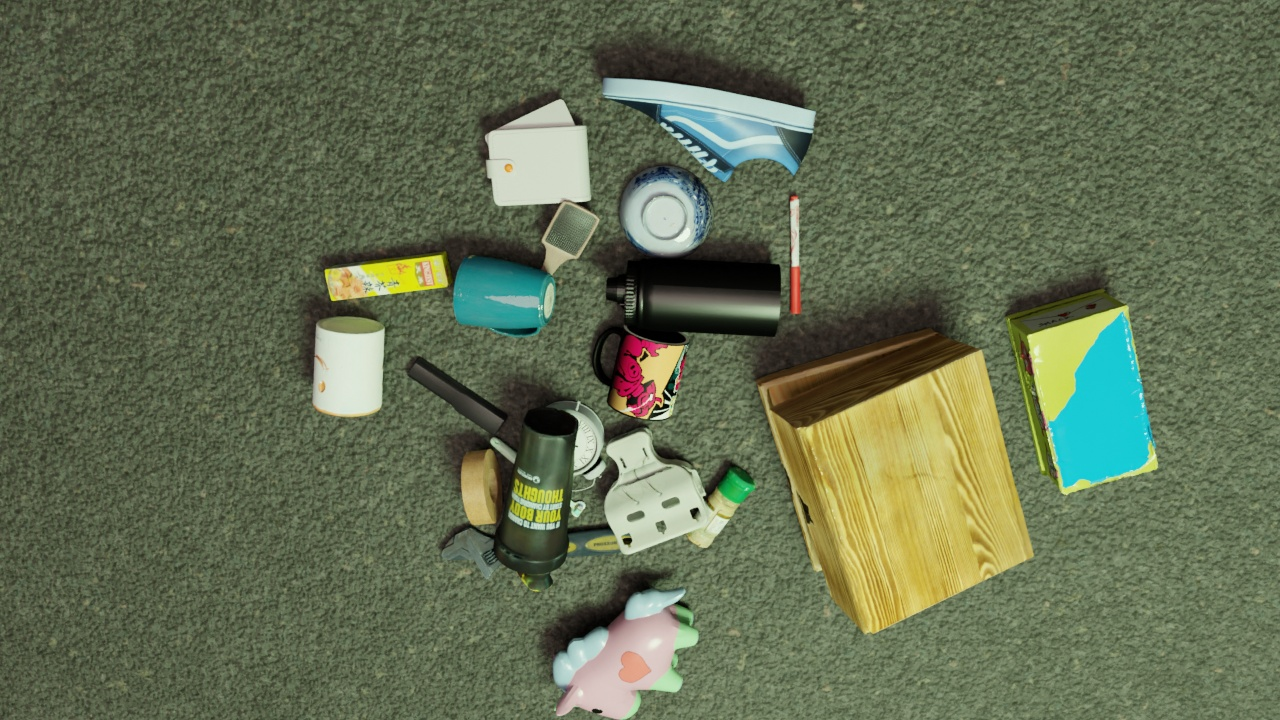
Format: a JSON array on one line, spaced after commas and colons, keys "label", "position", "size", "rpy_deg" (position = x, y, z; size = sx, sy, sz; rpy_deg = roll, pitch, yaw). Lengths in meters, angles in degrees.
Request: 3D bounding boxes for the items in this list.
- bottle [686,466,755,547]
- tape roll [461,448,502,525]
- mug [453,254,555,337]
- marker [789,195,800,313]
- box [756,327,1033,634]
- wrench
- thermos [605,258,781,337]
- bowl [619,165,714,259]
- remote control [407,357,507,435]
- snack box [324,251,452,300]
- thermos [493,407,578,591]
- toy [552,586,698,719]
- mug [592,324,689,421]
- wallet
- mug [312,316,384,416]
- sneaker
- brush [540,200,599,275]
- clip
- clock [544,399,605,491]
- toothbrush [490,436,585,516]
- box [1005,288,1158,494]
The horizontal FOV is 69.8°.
[{"label": "bottle", "position": [0.103, 0.190, 1.184], "size": [0.043, 0.043, 0.111], "rpy_deg": [32, 107, -7]}, {"label": "tape roll", "position": [-0.200, 0.160, 1.162], "size": [0.027, 0.094, 0.094], "rpy_deg": [-7, 107, 5]}, {"label": "mug", "position": [-0.157, -0.069, 1.096], "size": [0.104, 0.084, 0.112], "rpy_deg": [7, 143, 9]}, {"label": "marker", "position": [0.184, -0.126, 1.097], "size": [0.013, 0.012, 0.142], "rpy_deg": [-3, 107, 3]}, {"label": "box", "position": [0.306, 0.127, 1.107], "size": [0.251, 0.192, 0.279], "rpy_deg": [-22, 105, -6]}, {"label": "wrench", "position": [-0.130, 0.248, 1.224], "size": [0.273, 0.022, 0.073], "rpy_deg": [-6, 100, 5]}, {"label": "thermos", "position": [0.060, -0.075, 1.079], "size": [0.198, 0.086, 0.086], "rpy_deg": [3, 107, 2]}, {"label": "bowl", "position": [0.030, -0.169, 1.073], "size": [0.114, 0.045, 0.114], "rpy_deg": [1, 107, 3]}, {"label": "remote control", "position": [-0.234, 0.047, 1.169], "size": [0.136, 0.015, 0.032], "rpy_deg": [35, 106, -8]}, {"label": "snack box", "position": [-0.306, -0.103, 1.119], "size": [0.148, 0.029, 0.040], "rpy_deg": [-7, 107, 5]}, {"label": "thermos", "position": [-0.126, 0.169, 1.132], "size": [0.098, 0.098, 0.221], "rpy_deg": [10, 115, -1]}, {"label": "toy", "position": [-0.024, 0.387, 1.222], "size": [0.171, 0.120, 0.222], "rpy_deg": [13, 109, -12]}, {"label": "mug", "position": [-0.007, 0.007, 1.119], "size": [0.118, 0.081, 0.098], "rpy_deg": [21, 109, 25]}, {"label": "wallet", "position": [-0.120, -0.241, 1.063], "size": [0.118, 0.037, 0.115], "rpy_deg": [-3, 107, 0]}, {"label": "mug", "position": [-0.358, 0.006, 1.128], "size": [0.082, 0.082, 0.105], "rpy_deg": [8, 106, 0]}, {"label": "sneaker", "position": [0.070, -0.255, 1.026], "size": [0.241, 0.083, 0.098], "rpy_deg": [11, 107, -4]}, {"label": "brush", "position": [-0.100, -0.125, 1.094], "size": [0.050, 0.015, 0.136], "rpy_deg": [25, 119, -16]}, {"label": "clip", "position": [0.011, 0.159, 1.181], "size": [0.126, 0.101, 0.152], "rpy_deg": [-23, 76, 8]}, {"label": "clock", "position": [-0.092, 0.111, 1.172], "size": [0.094, 0.035, 0.123], "rpy_deg": [-12, 106, 7]}, {"label": "toothbrush", "position": [-0.135, 0.150, 1.197], "size": [0.155, 0.015, 0.022], "rpy_deg": [40, 70, -10]}, {"label": "box", "position": [0.529, 0.040, 1.100], "size": [0.124, 0.079, 0.221], "rpy_deg": [-19, 108, 9]}]
